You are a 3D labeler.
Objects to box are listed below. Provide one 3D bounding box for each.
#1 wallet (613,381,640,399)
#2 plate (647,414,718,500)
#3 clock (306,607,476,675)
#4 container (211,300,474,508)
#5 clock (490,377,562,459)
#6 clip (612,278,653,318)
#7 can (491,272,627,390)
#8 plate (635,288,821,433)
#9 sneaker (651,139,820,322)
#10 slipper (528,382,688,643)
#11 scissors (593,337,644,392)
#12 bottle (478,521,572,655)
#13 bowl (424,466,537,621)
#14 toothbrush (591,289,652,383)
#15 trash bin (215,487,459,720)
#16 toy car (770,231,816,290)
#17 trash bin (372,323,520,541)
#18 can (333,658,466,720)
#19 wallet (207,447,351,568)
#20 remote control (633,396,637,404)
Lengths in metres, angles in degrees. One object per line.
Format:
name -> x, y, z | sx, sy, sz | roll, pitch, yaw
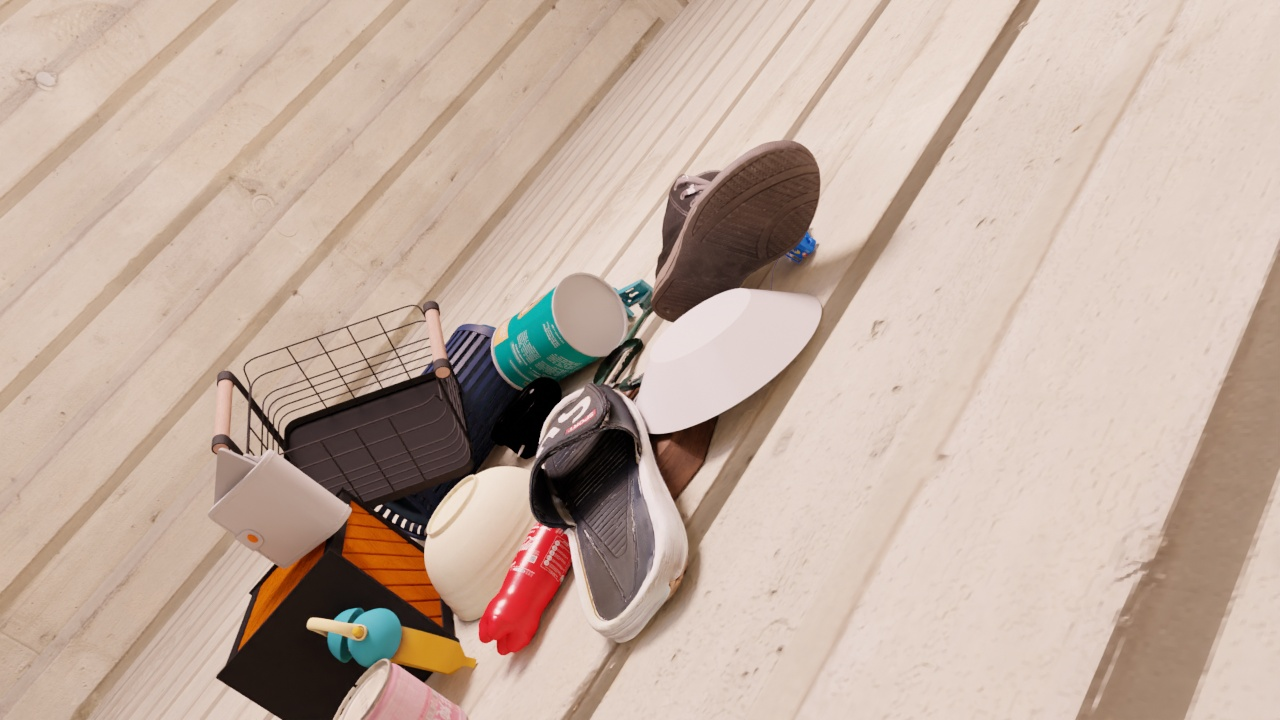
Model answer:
wallet -> -0.054, 0.069, 0.904 | 0.120, 0.013, 0.088 | -53, 18, -20
plate -> 0.003, 0.080, 0.725 | 0.131, 0.025, 0.131 | -43, 18, 17
clock -> -0.201, 0.226, 0.733 | 0.099, 0.129, 0.043 | -21, 50, 54
container -> -0.303, 0.053, 0.969 | 0.241, 0.130, 0.162 | -19, 44, -3
clock -> -0.124, 0.063, 1.035 | 0.091, 0.042, 0.120 | -48, 17, 2
clip -> -0.043, -0.053, 1.120 | 0.120, 0.030, 0.130 | -45, 16, -6
can -> -0.097, -0.030, 1.073 | 0.144, 0.099, 0.099 | -27, 27, 49
plate -> 0.056, -0.014, 0.724 | 0.174, 0.036, 0.173 | -32, 18, 12
sneaker -> 0.080, -0.134, 0.794 | 0.235, 0.095, 0.119 | 120, 161, -60
slipper -> -0.040, 0.088, 0.669 | 0.111, 0.063, 0.263 | -51, 31, 14
scissors -> -0.005, 0.005, 0.901 | 0.202, 0.015, 0.205 | -32, 15, 16
bottle -> -0.079, 0.162, 0.718 | 0.042, 0.042, 0.141 | -27, 27, 49
bowl -> -0.146, 0.154, 0.841 | 0.151, 0.075, 0.150 | -43, 19, 18
toothbrush -> -0.032, -0.005, 1.005 | 0.016, 0.017, 0.189 | -15, 36, 58
trash bin -> -0.274, 0.238, 0.857 | 0.139, 0.139, 0.172 | -49, 17, -2
toy car -> 0.123, -0.094, 0.814 | 0.062, 0.033, 0.091 | -54, 18, 24
trash bin -> -0.235, 0.077, 1.118 | 0.140, 0.139, 0.248 | -24, 28, 53
can -> -0.174, 0.266, 0.666 | 0.067, 0.076, 0.067 | -43, 18, 17
wallet -> -0.327, 0.122, 0.796 | 0.119, 0.115, 0.037 | -34, 22, 37
remote control -> -0.023, 0.079, 0.809 | 0.033, 0.013, 0.136 | -23, 31, 55
